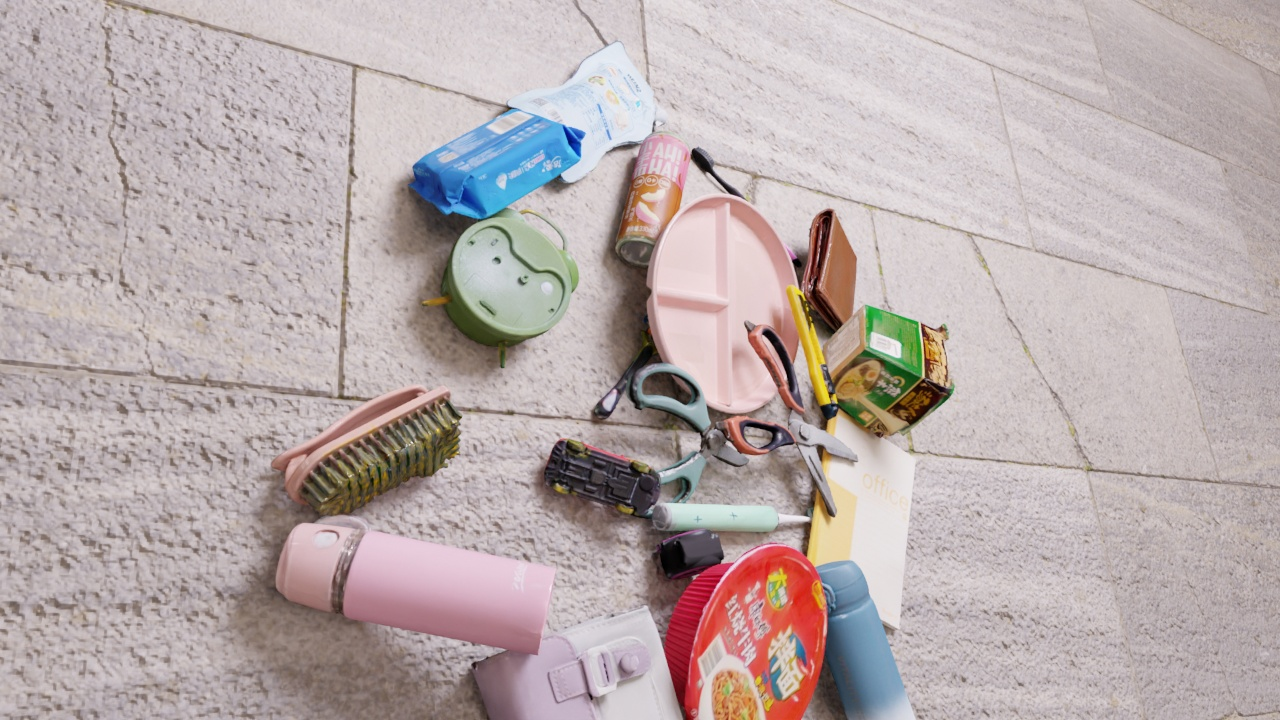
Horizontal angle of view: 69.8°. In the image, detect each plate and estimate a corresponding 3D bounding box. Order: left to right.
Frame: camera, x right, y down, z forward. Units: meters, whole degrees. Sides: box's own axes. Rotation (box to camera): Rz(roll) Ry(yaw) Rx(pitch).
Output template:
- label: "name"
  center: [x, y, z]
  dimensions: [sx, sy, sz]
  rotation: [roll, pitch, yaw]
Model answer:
- label: "plate"
  center: [0.089, -0.059, 0.960]
  dimensions: [0.229, 0.028, 0.229]
  rotation: [6, 81, -42]

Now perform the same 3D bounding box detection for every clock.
- label: "clock"
  center: [-0.120, -0.080, 0.856]
  dimensions: [0.116, 0.056, 0.160]
  rotation: [40, 55, -13]

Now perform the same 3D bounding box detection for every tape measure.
- label: "tape measure"
  center: [0.046, 0.178, 0.854]
  dimensions: [0.057, 0.058, 0.039]
  rotation: [-5, 68, -30]

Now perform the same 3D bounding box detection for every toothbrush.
- label: "toothbrush"
  center: [0.107, 0.158, 0.917]
  dimensions: [0.224, 0.027, 0.027]
  rotation: [8, 65, -35]
- label: "toothbrush"
  center: [0.127, -0.180, 1.078]
  dimensions: [0.189, 0.014, 0.017]
  rotation: [46, 42, -9]

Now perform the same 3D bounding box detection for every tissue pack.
- label: "tissue pack"
  center: [-0.134, -0.182, 0.855]
  dimensions: [0.156, 0.095, 0.052]
  rotation: [-34, 131, -21]

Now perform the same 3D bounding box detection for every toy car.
- label: "toy car"
  center: [-0.033, 0.106, 0.833]
  dimensions: [0.106, 0.031, 0.049]
  rotation: [18, 95, -5]

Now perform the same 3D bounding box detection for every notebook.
- label: "notebook"
  center: [0.244, 0.169, 1.002]
  dimensions: [0.146, 0.010, 0.205]
  rotation: [32, 57, -26]

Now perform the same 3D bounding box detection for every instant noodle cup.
- label: "instant noodle cup"
  center: [0.086, 0.253, 0.816]
  dimensions: [0.193, 0.066, 0.194]
  rotation: [-5, 97, -45]

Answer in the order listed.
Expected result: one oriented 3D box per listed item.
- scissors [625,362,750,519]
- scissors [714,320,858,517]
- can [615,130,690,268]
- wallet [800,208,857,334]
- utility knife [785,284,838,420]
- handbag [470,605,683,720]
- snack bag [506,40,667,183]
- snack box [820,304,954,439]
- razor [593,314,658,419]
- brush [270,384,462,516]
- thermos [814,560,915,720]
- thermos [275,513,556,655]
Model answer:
- label: "scissors"
  center: [0.038, 0.065, 0.885]
  dimensions: [0.172, 0.019, 0.179]
  rotation: [-24, 106, -28]
- label: "scissors"
  center: [0.156, 0.060, 0.954]
  dimensions: [0.222, 0.015, 0.188]
  rotation: [19, 62, -37]
- label: "can"
  center: [0.015, -0.171, 0.975]
  dimensions: [0.058, 0.058, 0.147]
  rotation: [25, 60, -22]
- label: "wallet"
  center: [0.226, -0.102, 1.078]
  dimensions: [0.101, 0.032, 0.124]
  rotation: [44, 50, -45]
- label: "utility knife"
  center: [0.187, -0.010, 0.993]
  dimensions: [0.033, 0.015, 0.154]
  rotation: [0, 71, -54]
- label: "handbag"
  center: [-0.036, 0.311, 0.731]
  dimensions: [0.144, 0.099, 0.197]
  rotation: [-11, 77, -29]
- label: "snack bag"
  center: [-0.051, -0.268, 0.987]
  dimensions: [0.110, 0.039, 0.190]
  rotation: [49, 52, 0]
- label: "snack box"
  center: [0.268, 0.006, 1.022]
  dimensions: [0.105, 0.118, 0.118]
  rotation: [28, 41, -13]
- label: "razor"
  center: [-0.005, 0.005, 0.915]
  dimensions: [0.042, 0.022, 0.142]
  rotation: [42, 55, -9]
- label: "brush"
  center: [-0.217, 0.071, 0.737]
  dimensions: [0.145, 0.063, 0.073]
  rotation: [-29, 58, -34]
- label: "thermos"
  center: [0.217, 0.302, 0.892]
  dimensions: [0.070, 0.070, 0.220]
  rotation: [-19, 88, -36]
- label: "thermos"
  center: [-0.164, 0.163, 0.691]
  dimensions: [0.198, 0.067, 0.087]
  rotation: [11, 29, 1]
